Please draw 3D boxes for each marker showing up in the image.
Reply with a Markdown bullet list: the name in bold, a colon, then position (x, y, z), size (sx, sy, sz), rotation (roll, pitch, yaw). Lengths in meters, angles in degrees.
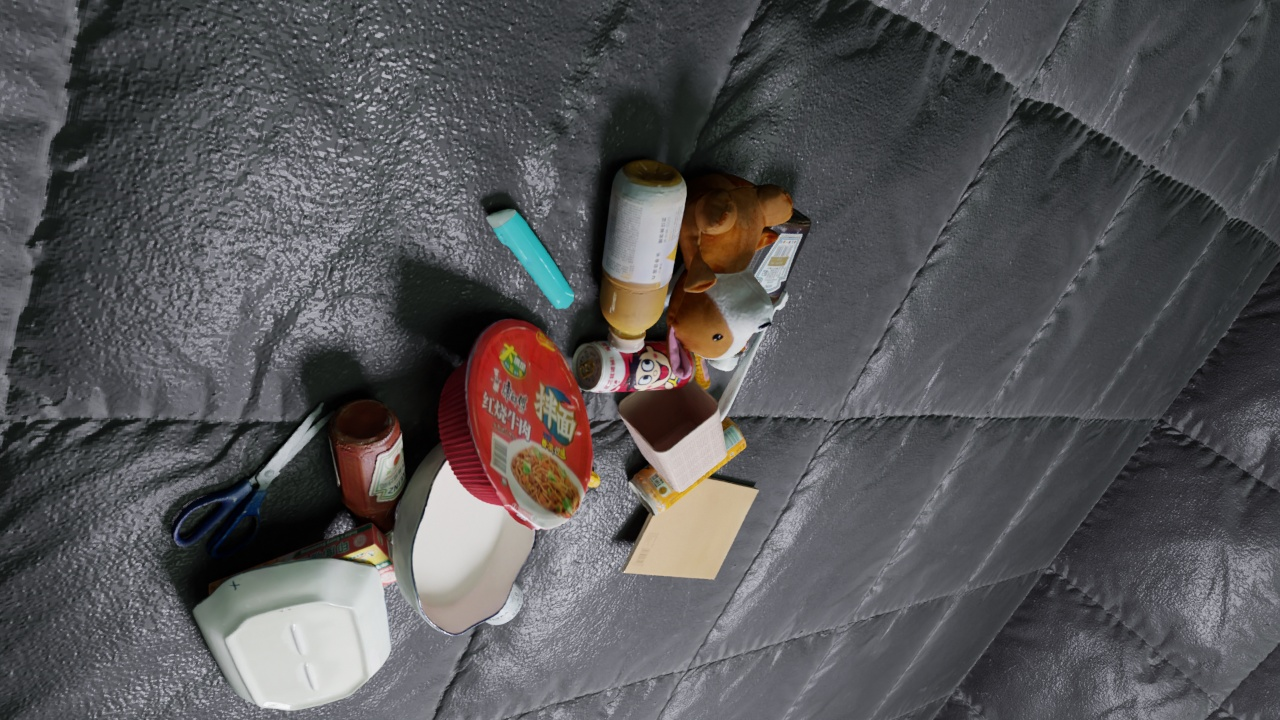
- **marker**: position (0.059, -0.109, 0.956), size (0.022, 0.018, 0.131), rotation (36, 96, -31)
- **marker**: position (-0.081, 0.117, 1.028), size (0.018, 0.015, 0.124), rotation (-50, 140, -2)

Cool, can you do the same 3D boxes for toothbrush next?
- **toothbrush**: position (0.129, -0.005, 1.079), size (0.180, 0.016, 0.016), rotation (-62, 149, -6)

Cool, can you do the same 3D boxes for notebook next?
- **notebook**: position (0.072, 0.228, 1.246), size (0.211, 0.012, 0.149), rotation (20, 98, -49)

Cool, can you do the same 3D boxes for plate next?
- **plate**: position (-0.168, 0.161, 0.895), size (0.204, 0.046, 0.205), rotation (9, 90, -66)
- **plate**: position (-0.321, 0.271, 0.871), size (0.161, 0.034, 0.266), rotation (-8, 141, -18)

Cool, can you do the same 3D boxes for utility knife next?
- **utility knife**: position (-0.097, -0.091, 0.833), size (0.029, 0.013, 0.151), rotation (-39, 144, -4)

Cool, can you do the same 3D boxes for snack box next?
- **snack box**: position (-0.305, 0.203, 0.849), size (0.156, 0.027, 0.077), rotation (-21, 143, -3)

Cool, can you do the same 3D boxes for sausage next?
- **sausage**: position (0.058, -0.016, 1.032), size (0.021, 0.021, 0.165), rotation (-35, 140, -14)

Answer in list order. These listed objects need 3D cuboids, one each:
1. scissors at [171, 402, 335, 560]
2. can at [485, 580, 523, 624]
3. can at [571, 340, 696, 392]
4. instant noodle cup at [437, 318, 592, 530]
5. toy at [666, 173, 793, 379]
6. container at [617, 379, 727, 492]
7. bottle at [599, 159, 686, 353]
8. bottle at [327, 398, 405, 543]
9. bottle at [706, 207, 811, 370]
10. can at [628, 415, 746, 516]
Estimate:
- **scissors**: position (-0.324, 0.109, 0.801), size (0.173, 0.012, 0.125), rotation (-29, 137, -22)
- **can**: position (-0.183, 0.239, 1.007), size (0.058, 0.058, 0.147), rotation (-40, 142, -8)
- **can**: position (-0.006, 0.006, 0.967), size (0.132, 0.053, 0.053), rotation (-1, 124, -42)
- **instant noodle cup**: position (-0.121, 0.062, 0.842), size (0.066, 0.193, 0.194), rotation (-16, 150, 24)
- **toy**: position (0.085, -0.080, 0.905), size (0.139, 0.130, 0.200), rotation (-14, 128, -39)
- **container**: position (0.041, 0.082, 1.054), size (0.090, 0.090, 0.111), rotation (-37, 145, -12)
- **bottle**: position (-0.002, -0.093, 0.871), size (0.067, 0.068, 0.190), rotation (-17, 133, -32)
- **bottle**: position (-0.246, 0.122, 0.846), size (0.059, 0.060, 0.207), rotation (-22, 142, -28)
- **bottle**: position (0.123, -0.077, 1.021), size (0.079, 0.044, 0.195), rotation (-5, 127, -40)
- **can**: position (0.059, 0.126, 1.129), size (0.146, 0.058, 0.058), rotation (-36, 141, -12)
